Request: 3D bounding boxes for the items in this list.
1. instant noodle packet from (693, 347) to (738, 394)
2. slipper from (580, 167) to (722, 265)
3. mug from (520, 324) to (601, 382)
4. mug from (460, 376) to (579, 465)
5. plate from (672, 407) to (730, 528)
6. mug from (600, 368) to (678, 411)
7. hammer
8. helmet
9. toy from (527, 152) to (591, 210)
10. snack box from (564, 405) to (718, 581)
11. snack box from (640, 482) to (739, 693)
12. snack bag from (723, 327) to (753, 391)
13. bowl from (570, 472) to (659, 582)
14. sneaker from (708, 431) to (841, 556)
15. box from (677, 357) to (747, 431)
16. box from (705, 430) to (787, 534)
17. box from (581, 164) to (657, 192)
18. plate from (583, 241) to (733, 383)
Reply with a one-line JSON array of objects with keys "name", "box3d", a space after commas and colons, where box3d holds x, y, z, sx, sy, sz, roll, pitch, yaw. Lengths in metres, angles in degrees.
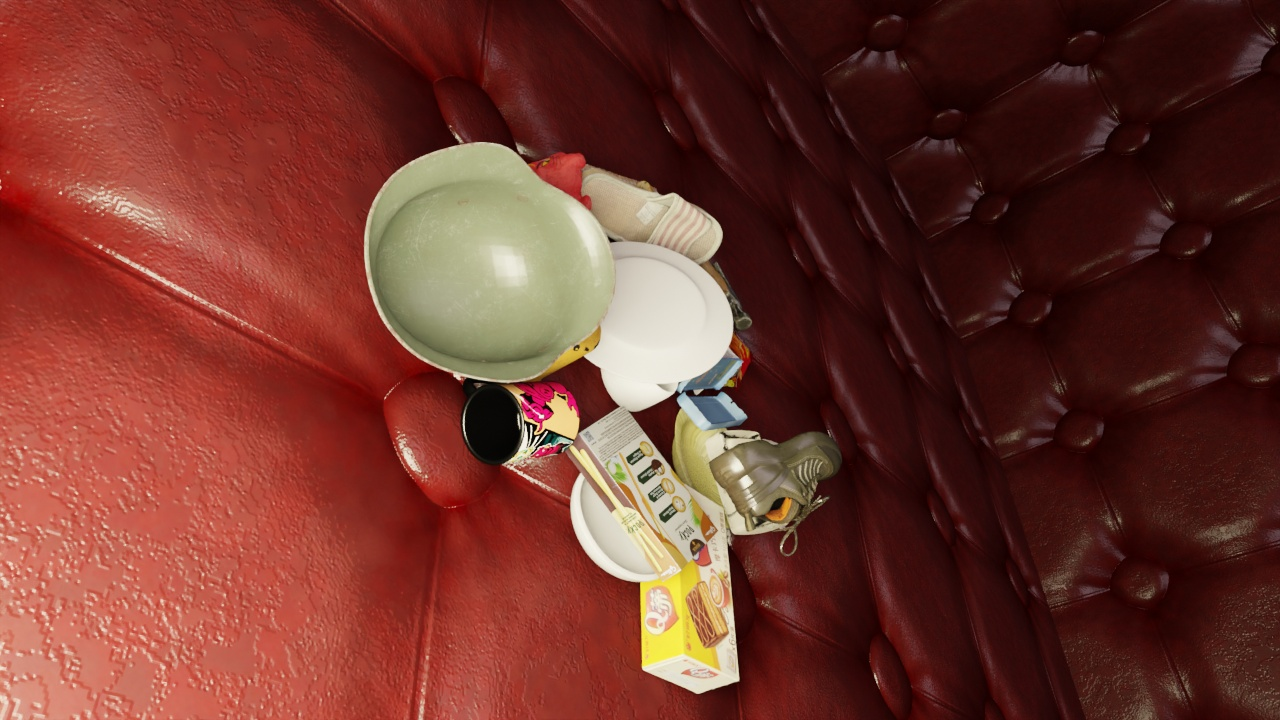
[{"name": "instant noodle packet", "box3d": [0.080, -0.025, 1.385, 0.134, 0.087, 0.026, 52, -5, -18]}, {"name": "slipper", "box3d": [0.014, -0.204, 1.352, 0.262, 0.115, 0.052, 18, 26, -32]}, {"name": "mug", "box3d": [-0.102, -0.033, 1.072, 0.123, 0.094, 0.100, 25, 46, -49]}, {"name": "mug", "box3d": [-0.137, 0.052, 0.970, 0.118, 0.082, 0.098, 43, 21, 23]}, {"name": "plate", "box3d": [0.089, 0.153, 1.289, 0.184, 0.036, 0.184, 39, 36, -37]}, {"name": "mug", "box3d": [-0.007, 0.007, 1.221, 0.115, 0.068, 0.094, 60, 28, -4]}, {"name": "hammer", "box3d": [0.083, -0.178, 1.488, 0.330, 0.033, 0.132, 45, 18, -46]}, {"name": "helmet", "box3d": [-0.162, -0.084, 0.927, 0.267, 0.154, 0.227, -6, 86, -31]}, {"name": "toy", "box3d": [-0.123, -0.214, 1.248, 0.093, 0.088, 0.133, -15, 99, -29]}, {"name": "snack box", "box3d": [0.002, 0.148, 1.051, 0.186, 0.032, 0.100, 53, 33, 5]}, {"name": "snack box", "box3d": [0.054, 0.268, 1.106, 0.110, 0.062, 0.229, 37, 38, -37]}, {"name": "snack bag", "box3d": [0.132, -0.027, 1.520, 0.139, 0.067, 0.207, 52, 20, -8]}, {"name": "bowl", "box3d": [-0.028, 0.190, 1.048, 0.149, 0.043, 0.149, 31, 37, -27]}, {"name": "sneaker", "box3d": [0.208, 0.177, 1.225, 0.237, 0.101, 0.142, -1, 62, -41]}, {"name": "box", "box3d": [0.118, 0.047, 1.310, 0.073, 0.086, 0.208, 40, 13, 16]}, {"name": "box", "box3d": [0.169, 0.177, 1.311, 0.187, 0.058, 0.144, 14, 55, -51]}, {"name": "box", "box3d": [-0.037, -0.247, 1.389, 0.186, 0.057, 0.071, 6, 78, -50]}, {"name": "plate", "box3d": [0.008, -0.073, 1.211, 0.242, 0.016, 0.242, 7, 52, -10]}]
